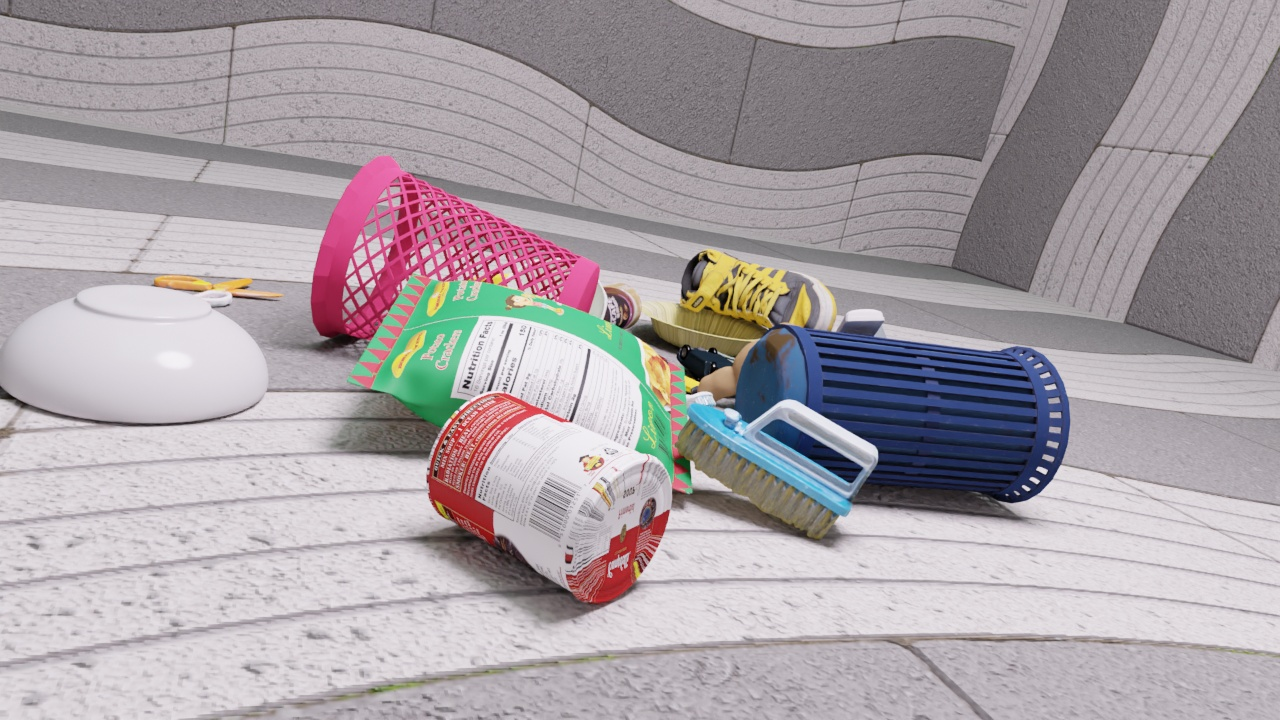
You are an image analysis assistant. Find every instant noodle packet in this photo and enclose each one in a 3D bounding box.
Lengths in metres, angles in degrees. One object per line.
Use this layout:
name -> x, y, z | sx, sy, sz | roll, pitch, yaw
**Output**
instant noodle packet -> -0.080, 0.011, 0.725 | 0.252, 0.090, 0.195 | 19, 26, -9

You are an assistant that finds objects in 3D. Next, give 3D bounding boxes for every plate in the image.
plate -> 0.081, -0.035, 1.197 | 0.184, 0.036, 0.184 | 12, 14, -3

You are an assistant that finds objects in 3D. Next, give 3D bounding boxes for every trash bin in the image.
trash bin -> 0.215, 0.044, 0.785 | 0.249, 0.139, 0.139 | 6, 15, -16

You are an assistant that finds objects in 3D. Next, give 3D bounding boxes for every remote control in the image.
remote control -> 0.190, -0.019, 0.832 | 0.033, 0.012, 0.131 | -1, -17, 1

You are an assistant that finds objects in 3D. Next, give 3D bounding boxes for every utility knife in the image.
utility knife -> 0.006, 0.003, 1.020 | 0.030, 0.018, 0.191 | 5, 18, -45

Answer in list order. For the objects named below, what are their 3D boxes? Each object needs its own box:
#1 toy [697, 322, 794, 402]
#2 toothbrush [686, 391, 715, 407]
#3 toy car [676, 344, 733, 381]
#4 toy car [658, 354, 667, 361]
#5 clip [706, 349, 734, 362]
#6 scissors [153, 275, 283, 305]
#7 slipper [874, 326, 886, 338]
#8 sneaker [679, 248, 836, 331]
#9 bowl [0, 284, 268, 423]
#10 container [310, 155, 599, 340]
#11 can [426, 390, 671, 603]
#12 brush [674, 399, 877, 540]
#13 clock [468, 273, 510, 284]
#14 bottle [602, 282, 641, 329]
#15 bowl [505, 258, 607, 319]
toy -> 0.142, 0.015, 0.944 | 0.108, 0.134, 0.105 | -4, 63, -52
toothbrush -> -0.019, 0.035, 0.850 | 0.222, 0.027, 0.026 | 2, 52, -34
toy car -> 0.077, 0.009, 1.021 | 0.046, 0.034, 0.112 | 6, 14, -24
toy car -> -0.006, 0.006, 0.970 | 0.042, 0.036, 0.091 | -3, 15, -44
clip -> 0.110, 0.007, 1.087 | 0.050, 0.023, 0.078 | 0, 20, -47
scissors -> -0.440, -0.073, 0.961 | 0.125, 0.011, 0.128 | 4, 17, -24
slipper -> 0.241, 0.033, 0.996 | 0.055, 0.098, 0.268 | -21, 12, 24
sneaker -> 0.139, -0.086, 1.182 | 0.122, 0.086, 0.239 | 11, 8, -30
bowl -> -0.365, -0.015, 0.673 | 0.176, 0.066, 0.176 | 11, 14, -3
container -> -0.166, -0.070, 0.881 | 0.226, 0.183, 0.183 | 20, 14, 1
can -> -0.053, 0.076, 0.531 | 0.116, 0.087, 0.086 | 21, 16, 34
brush -> 0.096, 0.064, 0.670 | 0.136, 0.075, 0.055 | 30, 17, 7
clock -> -0.148, -0.072, 1.065 | 0.118, 0.057, 0.083 | -6, 5, -7
bottle -> -0.067, -0.053, 1.100 | 0.060, 0.060, 0.165 | 21, 25, 31
bowl -> -0.095, -0.047, 0.995 | 0.117, 0.117, 0.061 | 13, -29, 4
